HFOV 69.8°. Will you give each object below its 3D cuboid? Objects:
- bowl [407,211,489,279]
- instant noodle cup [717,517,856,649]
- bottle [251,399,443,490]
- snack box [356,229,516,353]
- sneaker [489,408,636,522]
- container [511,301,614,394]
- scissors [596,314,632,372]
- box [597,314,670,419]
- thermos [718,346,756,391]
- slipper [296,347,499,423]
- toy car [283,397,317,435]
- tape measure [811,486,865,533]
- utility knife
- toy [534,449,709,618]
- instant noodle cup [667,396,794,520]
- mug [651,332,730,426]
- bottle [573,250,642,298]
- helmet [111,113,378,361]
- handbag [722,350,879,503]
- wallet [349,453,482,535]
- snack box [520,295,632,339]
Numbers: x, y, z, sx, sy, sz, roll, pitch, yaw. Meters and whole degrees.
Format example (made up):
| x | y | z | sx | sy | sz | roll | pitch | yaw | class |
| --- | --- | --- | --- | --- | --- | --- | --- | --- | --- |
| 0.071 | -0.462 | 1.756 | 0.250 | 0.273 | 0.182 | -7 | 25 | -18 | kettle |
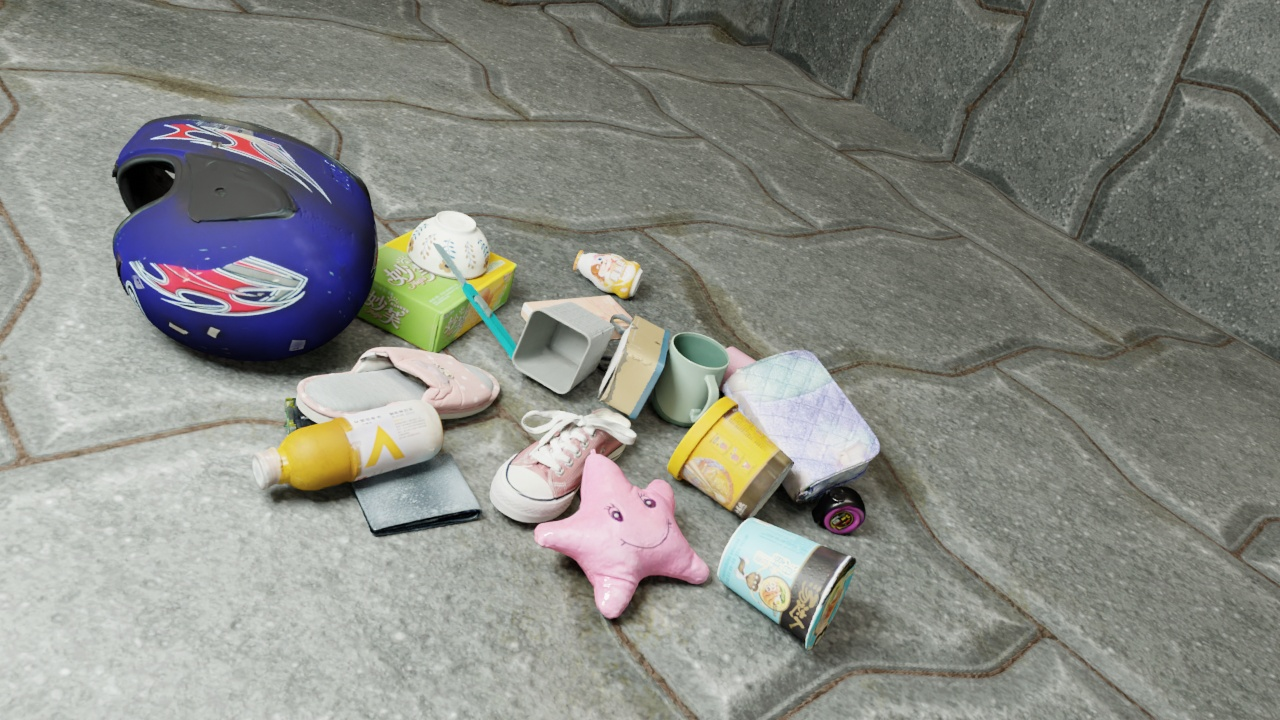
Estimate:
| x | y | z | sx | sy | sz | roll | pitch | yaw | class |
| --- | --- | --- | --- | --- | --- | --- | --- | --- | --- |
| -0.261 | -0.167 | 1.268 | 0.113 | 0.062 | 0.113 | 13 | 32 | -9 | bowl |
| 0.150 | 0.229 | 0.976 | 0.120 | 0.111 | 0.111 | 25 | 30 | 25 | instant noodle cup |
| -0.298 | 0.090 | 0.944 | 0.189 | 0.068 | 0.068 | -14 | 44 | -38 | bottle |
| -0.292 | -0.106 | 1.284 | 0.158 | 0.070 | 0.209 | 26 | 31 | 10 | snack box |
| -0.082 | 0.100 | 1.055 | 0.118 | 0.088 | 0.240 | 31 | 31 | 19 | sneaker |
| -0.099 | -0.022 | 1.229 | 0.090 | 0.090 | 0.114 | 30 | 20 | 10 | container |
| 0.012 | -0.003 | 1.325 | 0.159 | 0.014 | 0.181 | -27 | 65 | -35 | scissors |
| -0.007 | 0.007 | 1.199 | 0.060 | 0.090 | 0.184 | 26 | 21 | -6 | box |
| 0.197 | 0.058 | 1.310 | 0.199 | 0.067 | 0.087 | 33 | 8 | 23 | thermos |
| -0.271 | 0.026 | 1.071 | 0.114 | 0.054 | 0.273 | 39 | 26 | 29 | slipper |
| -0.362 | 0.071 | 0.993 | 0.043 | 0.036 | 0.091 | 4 | 32 | -25 | toy car |
| 0.248 | 0.184 | 1.138 | 0.058 | 0.057 | 0.039 | 20 | 31 | -16 | tape measure |
| -0.209 | -0.069 | 1.221 | 0.216 | 0.013 | 0.029 | 54 | 26 | -6 | utility knife |
| -0.026 | 0.175 | 0.968 | 0.194 | 0.075 | 0.178 | -7 | 62 | -41 | toy |
| 0.113 | 0.123 | 1.109 | 0.114 | 0.119 | 0.118 | 38 | 34 | 15 | instant noodle cup |
| 0.070 | 0.036 | 1.224 | 0.082 | 0.107 | 0.111 | 3 | 34 | -27 | mug |
| -0.053 | -0.143 | 1.486 | 0.108 | 0.063 | 0.063 | 21 | 31 | 4 | bottle |
| -0.469 | -0.126 | 1.051 | 0.315 | 0.248 | 0.239 | 14 | 57 | -3 | helmet |
| 0.209 | 0.084 | 1.197 | 0.134 | 0.076 | 0.193 | -16 | 56 | -21 | handbag |
| -0.240 | 0.140 | 0.972 | 0.120 | 0.019 | 0.097 | -5 | 36 | -33 | wallet |
| -0.090 | -0.061 | 1.368 | 0.157 | 0.026 | 0.084 | -7 | 40 | -38 | snack box |
